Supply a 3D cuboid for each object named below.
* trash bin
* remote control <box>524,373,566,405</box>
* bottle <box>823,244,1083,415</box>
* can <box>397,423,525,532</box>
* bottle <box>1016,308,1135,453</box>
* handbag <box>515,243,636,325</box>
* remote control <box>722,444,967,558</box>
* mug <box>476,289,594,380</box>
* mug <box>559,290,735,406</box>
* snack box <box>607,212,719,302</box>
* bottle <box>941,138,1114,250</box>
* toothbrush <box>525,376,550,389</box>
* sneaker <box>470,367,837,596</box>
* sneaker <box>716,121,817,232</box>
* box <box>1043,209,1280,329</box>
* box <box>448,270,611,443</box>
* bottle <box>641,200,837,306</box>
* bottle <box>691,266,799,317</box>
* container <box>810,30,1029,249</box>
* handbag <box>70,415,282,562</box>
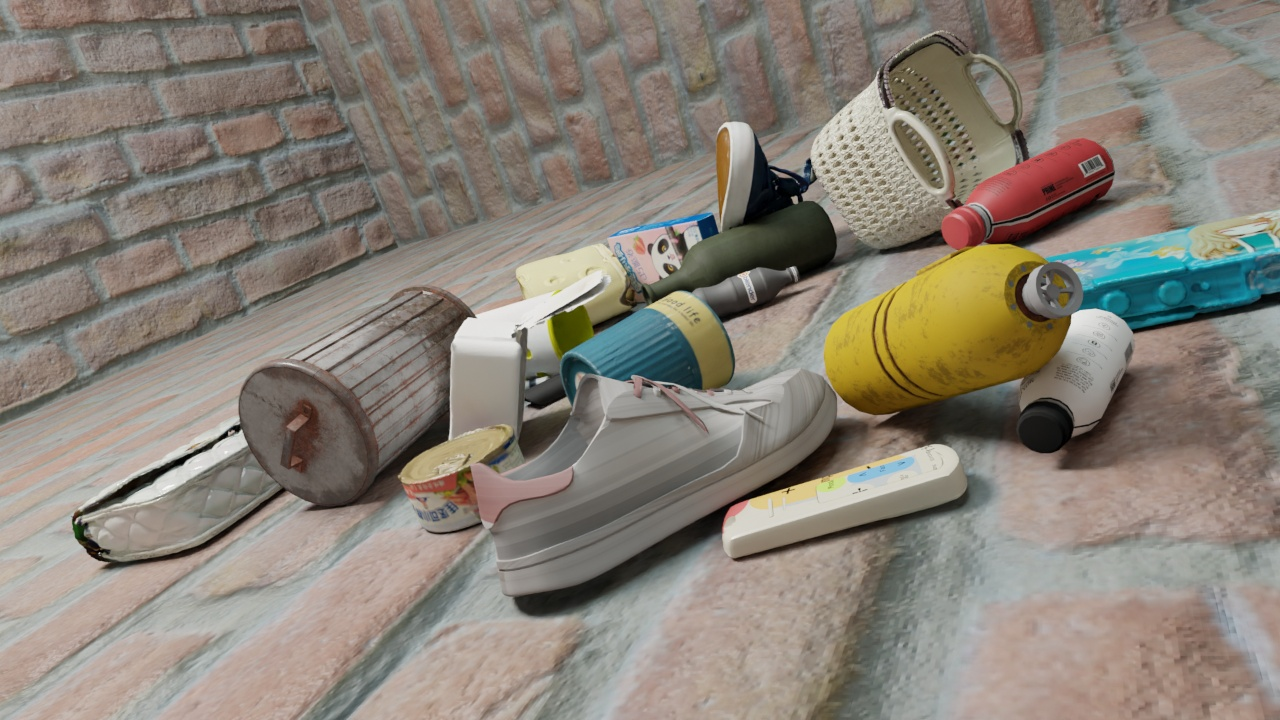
[{"bbox_3d":[-0.238,0.026,0.805,0.131,0.131,0.210,-11,19,28],"label":"trash bin"},{"bbox_3d":[-0.047,0.008,0.866,0.146,0.015,0.033,-27,17,-25],"label":"remote control"},{"bbox_3d":[0.166,-0.017,0.491,0.071,0.071,0.164,-25,-4,-19],"label":"bottle"},{"bbox_3d":[-0.123,0.082,0.650,0.086,0.043,0.086,-18,15,5],"label":"can"},{"bbox_3d":[0.224,0.012,0.477,0.041,0.041,0.115,-5,21,41],"label":"bottle"},{"bbox_3d":[-0.073,-0.078,1.077,0.119,0.081,0.111,-20,28,-12],"label":"handbag"},{"bbox_3d":[0.100,0.072,0.465,0.126,0.018,0.038,-18,15,12],"label":"remote control"},{"bbox_3d":[-0.111,-0.019,0.914,0.106,0.082,0.082,-13,16,26],"label":"mug"},{"bbox_3d":[-0.004,0.004,0.700,0.107,0.083,0.114,-31,27,-26],"label":"mug"},{"bbox_3d":[0.033,-0.117,1.068,0.154,0.088,0.033,-2,22,48],"label":"snack box"},{"bbox_3d":[0.348,-0.146,0.835,0.176,0.062,0.062,-25,16,-21],"label":"bottle"},{"bbox_3d":[-0.171,0.041,0.914,0.187,0.012,0.017,-13,30,22],"label":"toothbrush"},{"bbox_3d":[0.009,0.041,0.526,0.235,0.089,0.099,-27,8,-24],"label":"sneaker"},{"bbox_3d":[0.149,-0.193,1.041,0.127,0.120,0.294,-3,-9,9],"label":"sneaker"},{"bbox_3d":[0.318,-0.050,0.591,0.227,0.039,0.094,-11,16,23],"label":"box"},{"bbox_3d":[-0.102,-0.011,0.741,0.101,0.189,0.111,23,13,-10],"label":"box"},{"bbox_3d":[0.101,-0.102,0.964,0.206,0.071,0.071,-22,16,-10],"label":"bottle"},{"bbox_3d":[0.104,-0.068,0.909,0.110,0.036,0.036,-19,15,0],"label":"bottle"},{"bbox_3d":[0.293,-0.223,0.956,0.144,0.185,0.250,-32,5,46],"label":"container"},{"bbox_3d":[-0.406,0.107,0.854,0.139,0.072,0.194,-13,16,25],"label":"handbag"}]
